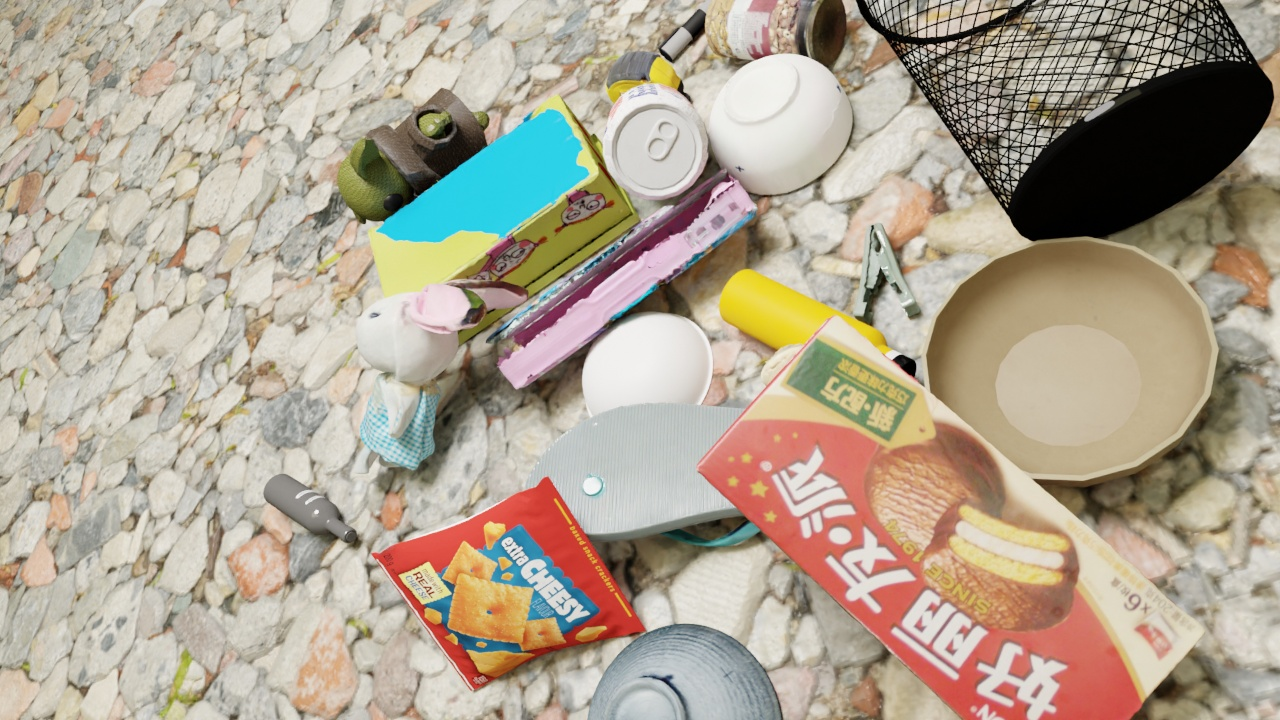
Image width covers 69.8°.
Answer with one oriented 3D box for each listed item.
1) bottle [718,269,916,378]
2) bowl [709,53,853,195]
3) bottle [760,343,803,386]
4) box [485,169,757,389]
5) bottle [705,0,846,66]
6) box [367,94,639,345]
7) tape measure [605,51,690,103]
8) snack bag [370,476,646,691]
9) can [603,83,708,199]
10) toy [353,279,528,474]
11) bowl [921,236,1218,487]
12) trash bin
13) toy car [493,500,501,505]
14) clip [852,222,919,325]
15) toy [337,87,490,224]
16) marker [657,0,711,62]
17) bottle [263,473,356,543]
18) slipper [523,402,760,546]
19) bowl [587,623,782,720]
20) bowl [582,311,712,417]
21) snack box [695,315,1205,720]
[{"bbox_3d":[0.120,-0.018,0.630,0.144,0.043,0.043,32,84,37],"label":"bottle"},{"bbox_3d":[0.104,-0.194,0.719,0.114,0.063,0.113,-13,60,23],"label":"bowl"},{"bbox_3d":[0.113,0.041,0.571,0.044,0.044,0.109,-32,54,12],"label":"bottle"},{"bbox_3d":[-0.019,-0.070,0.713,0.230,0.053,0.084,-36,15,9],"label":"box"},{"bbox_3d":[0.111,-0.277,0.762,0.105,0.056,0.056,20,76,36],"label":"bottle"},{"bbox_3d":[-0.122,-0.118,0.804,0.221,0.081,0.124,-33,53,9],"label":"box"},{"bbox_3d":[0.002,-0.237,0.799,0.066,0.064,0.037,9,69,34],"label":"tape measure"},{"bbox_3d":[-0.090,0.155,0.625,0.144,0.131,0.039,-24,18,17],"label":"snack bag"},{"bbox_3d":[0.011,-0.172,0.716,0.078,0.078,0.136,-34,17,11],"label":"can"},{"bbox_3d":[-0.189,0.007,0.750,0.105,0.130,0.206,34,111,6],"label":"toy"},{"bbox_3d":[0.248,0.006,0.539,0.153,0.050,0.152,-13,60,24],"label":"bowl"},{"bbox_3d":[0.258,-0.198,0.569,0.184,0.184,0.210,-25,61,17],"label":"trash bin"},{"bbox_3d":[-0.105,0.147,0.676,0.091,0.042,0.036,-67,22,-7],"label":"toy car"},{"bbox_3d":[0.168,-0.063,0.640,0.059,0.023,0.076,-12,62,23],"label":"clip"},{"bbox_3d":[-0.210,-0.187,0.860,0.152,0.180,0.078,-40,91,-20],"label":"toy"},{"bbox_3d":[0.071,-0.329,0.838,0.140,0.016,0.016,-46,52,1],"label":"marker"},{"bbox_3d":[-0.283,0.131,0.794,0.113,0.030,0.030,20,76,36],"label":"bottle"},{"bbox_3d":[0.054,0.076,0.624,0.269,0.055,0.098,-7,59,15],"label":"slipper"},{"bbox_3d":[0.013,0.225,0.558,0.137,0.057,0.136,-13,60,24],"label":"bowl"},{"bbox_3d":[-0.004,0.004,0.692,0.110,0.040,0.109,-13,60,24],"label":"bowl"},{"bbox_3d":[0.152,0.096,0.485,0.236,0.060,0.113,43,91,12],"label":"snack box"}]
